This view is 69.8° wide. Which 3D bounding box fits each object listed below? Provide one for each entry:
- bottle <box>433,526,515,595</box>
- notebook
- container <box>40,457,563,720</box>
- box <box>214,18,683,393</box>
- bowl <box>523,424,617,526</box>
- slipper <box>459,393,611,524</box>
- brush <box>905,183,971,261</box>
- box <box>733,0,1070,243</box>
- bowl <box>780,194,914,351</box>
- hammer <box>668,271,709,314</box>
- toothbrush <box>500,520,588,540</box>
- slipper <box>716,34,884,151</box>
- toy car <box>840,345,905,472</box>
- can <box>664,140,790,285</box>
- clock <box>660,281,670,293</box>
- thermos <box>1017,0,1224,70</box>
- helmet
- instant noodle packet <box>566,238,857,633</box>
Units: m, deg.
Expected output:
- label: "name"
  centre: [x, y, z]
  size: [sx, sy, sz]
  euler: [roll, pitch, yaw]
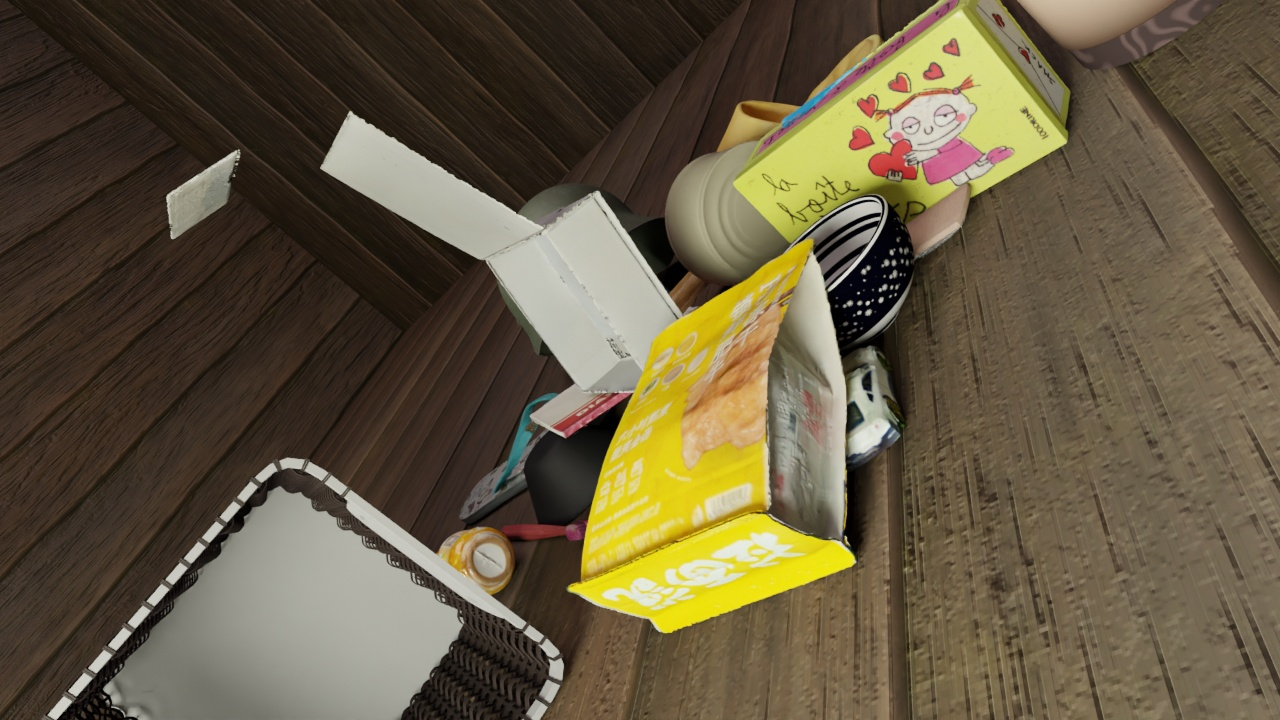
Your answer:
- label: "bottle"
  centre: [-0.164, 0.192, 0.867]
  size: [0.109, 0.063, 0.063]
  euler: [-24, 28, 55]
- label: "notebook"
  centre: [-0.005, 0.005, 0.887]
  size: [0.208, 0.012, 0.153]
  euler: [-35, 12, -13]
- label: "container"
  centre: [-0.247, 0.235, 0.672]
  size: [0.245, 0.247, 0.244]
  euler: [-54, 14, -19]
- label: "box"
  centre: [-0.133, -0.123, 0.747]
  size: [0.108, 0.418, 0.166]
  euler: [-54, 19, -18]
- label: "bowl"
  centre: [-0.074, 0.097, 0.874]
  size: [0.124, 0.052, 0.124]
  euler: [-43, 17, 16]
- label: "slipper"
  centre: [-0.128, 0.099, 1.012]
  size: [0.269, 0.054, 0.098]
  euler: [-40, 20, 29]
- label: "brush"
  centre: [0.193, -0.080, 0.685]
  size: [0.136, 0.015, 0.049]
  euler: [-38, 19, 48]
- label: "box"
  centre: [0.190, -0.165, 0.693]
  size: [0.222, 0.124, 0.079]
  euler: [-30, 22, 43]
- label: "bowl"
  centre: [0.143, -0.049, 0.639]
  size: [0.120, 0.066, 0.120]
  euler: [-43, 17, 16]
- label: "hammer"
  centre: [0.126, -0.162, 0.971]
  size: [0.329, 0.033, 0.132]
  euler: [-50, 18, -18]
- label: "toothbrush"
  centre: [-0.091, 0.157, 0.840]
  size: [0.016, 0.016, 0.190]
  euler: [-8, -6, -31]
- label: "slipper"
  centre: [0.135, -0.234, 0.930]
  size: [0.264, 0.078, 0.099]
  euler: [-42, 20, 24]
- label: "toy car"
  centre: [0.131, 0.025, 0.566]
  size: [0.048, 0.033, 0.105]
  euler: [-41, 17, 26]
- label: "can"
  centre: [0.095, -0.134, 0.848]
  size: [0.127, 0.128, 0.073]
  euler: [-52, 19, -13]
- label: "clock"
  centre: [0.000, -0.070, 1.022]
  size: [0.057, 0.083, 0.117]
  euler: [-50, 16, 15]
- label: "thermos"
  centre: [0.290, -0.325, 0.615]
  size: [0.173, 0.226, 0.172]
  euler: [-43, 17, 16]
- label: "helmet"
  centre: [-0.091, -0.121, 1.145]
  size: [0.226, 0.154, 0.268]
  euler: [-36, -19, -29]
- label: "instant noodle packet"
  centre: [0.048, 0.038, 0.573]
  size: [0.163, 0.084, 0.221]
  euler: [-34, 35, 42]
